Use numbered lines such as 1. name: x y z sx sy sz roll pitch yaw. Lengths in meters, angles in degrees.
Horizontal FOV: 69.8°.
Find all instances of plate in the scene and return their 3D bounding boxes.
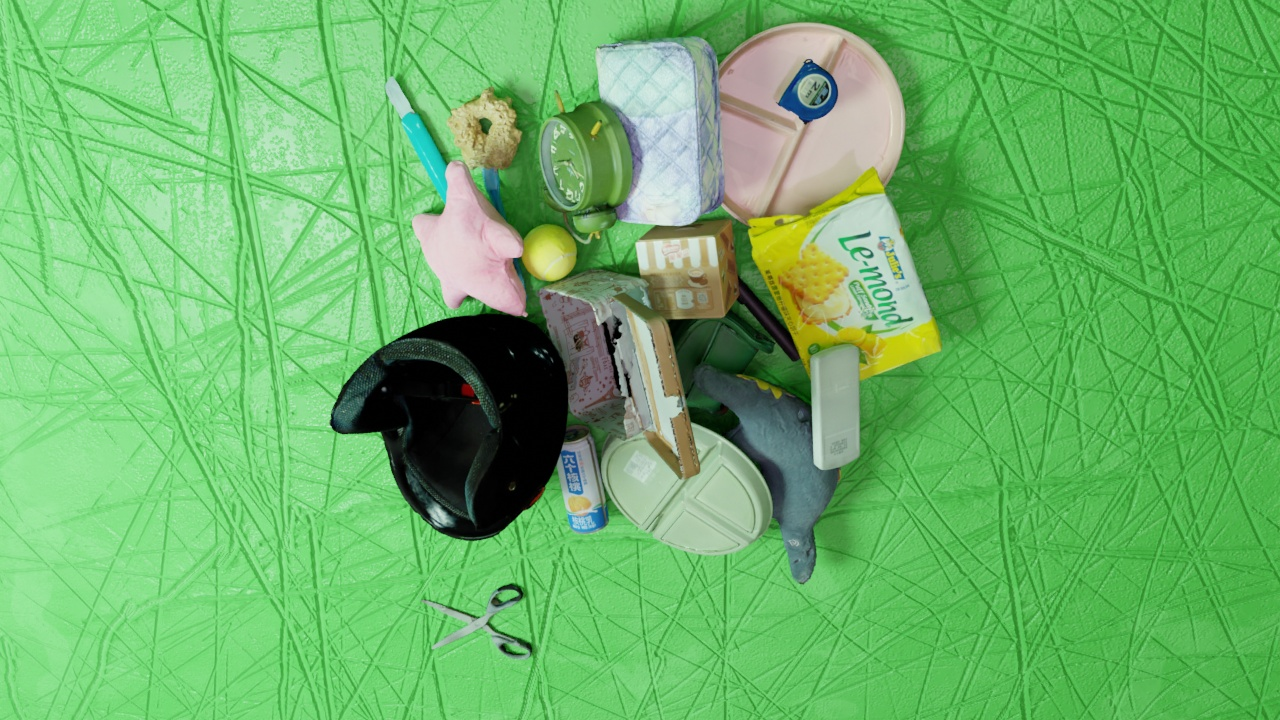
1. plate: 0.051 0.163 1.138 0.230 0.027 0.231 16 134 17
2. plate: 0.174 -0.252 1.014 0.229 0.028 0.230 1 111 3

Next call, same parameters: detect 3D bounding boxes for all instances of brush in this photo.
1. brush: -0.164 -0.185 1.062 0.083 0.045 0.255 -7 116 2

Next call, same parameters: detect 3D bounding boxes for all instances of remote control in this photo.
1. remote control: 0.224 0.054 1.056 0.058 0.021 0.150 -15 116 -19

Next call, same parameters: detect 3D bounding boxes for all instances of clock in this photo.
1. clock: -0.064 -0.203 1.002 0.056 0.116 0.161 -19 133 -28

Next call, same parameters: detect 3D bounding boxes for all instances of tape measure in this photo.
1. tape measure: 0.181 -0.283 0.972 0.054 0.025 0.058 30 114 -10

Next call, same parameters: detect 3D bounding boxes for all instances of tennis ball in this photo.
1. tennis ball: -0.106 -0.125 1.064 0.065 0.065 0.065 1 112 3

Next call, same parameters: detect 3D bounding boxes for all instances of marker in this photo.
1. marker: 0.150 -0.050 1.101 0.132 0.022 0.020 47 151 -14

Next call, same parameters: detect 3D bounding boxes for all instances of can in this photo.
1. can: -0.077 0.153 1.183 0.053 0.053 0.135 -7 112 7

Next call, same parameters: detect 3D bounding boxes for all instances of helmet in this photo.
1. helmet: -0.200 0.075 1.068 0.233 0.229 0.275 31 134 20

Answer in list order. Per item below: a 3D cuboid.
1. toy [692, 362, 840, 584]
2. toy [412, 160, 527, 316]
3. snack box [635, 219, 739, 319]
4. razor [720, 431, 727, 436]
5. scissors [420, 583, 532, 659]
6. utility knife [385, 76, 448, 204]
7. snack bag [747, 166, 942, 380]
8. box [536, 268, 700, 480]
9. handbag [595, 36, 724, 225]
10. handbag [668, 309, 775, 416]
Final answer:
1. toy: 0.175 0.125 1.124 0.137 0.091 0.356 -31 118 -12
2. toy: -0.190 -0.116 1.043 0.178 0.074 0.195 54 142 0
3. snack box: 0.056 -0.104 1.044 0.093 0.076 0.094 -1 113 21
4. razor: 0.060 0.137 1.184 0.143 0.022 0.043 -23 107 13
5. scissors: -0.229 0.379 1.310 0.177 0.014 0.159 -31 105 18
6. utility knife: -0.239 -0.234 1.056 0.029 0.013 0.193 -23 111 11
7. snack bag: 0.233 -0.082 1.042 0.158 0.068 0.246 -22 119 13
8. box: -0.006 0.006 1.007 0.088 0.262 0.178 -25 113 -26
9. handbag: 0.021 -0.245 0.989 0.134 0.075 0.194 10 115 31
10. handbag: 0.082 -0.002 1.107 0.120 0.068 0.131 28 110 -17
